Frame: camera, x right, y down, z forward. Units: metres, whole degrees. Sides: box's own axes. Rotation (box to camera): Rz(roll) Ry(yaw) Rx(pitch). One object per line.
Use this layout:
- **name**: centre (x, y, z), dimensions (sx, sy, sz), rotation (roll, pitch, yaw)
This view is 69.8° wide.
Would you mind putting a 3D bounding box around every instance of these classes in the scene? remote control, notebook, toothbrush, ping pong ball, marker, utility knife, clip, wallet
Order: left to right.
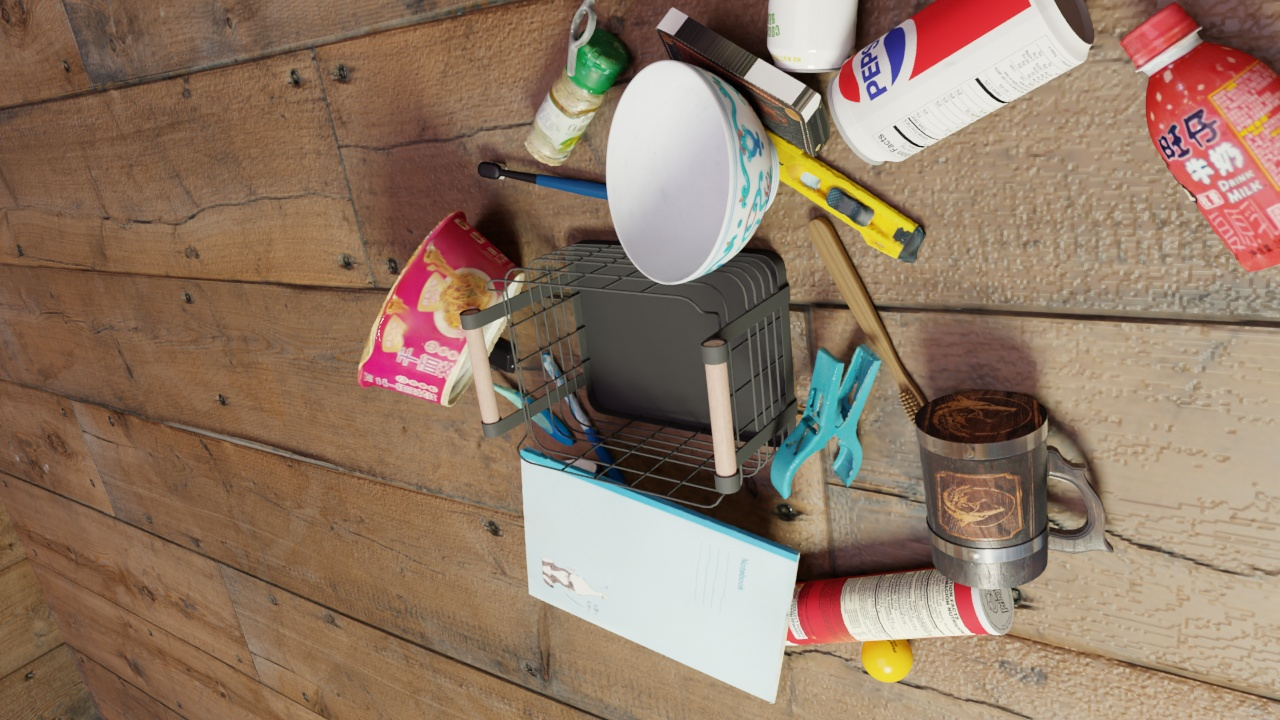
- **remote control**: centre (-0.180, -0.024, 0.919), dimensions (0.136, 0.015, 0.032), rotation (26, 125, 27)
- **toothbrush**: centre (-0.117, 0.041, 0.899), dimensions (0.135, 0.017, 0.022), rotation (35, 128, 10)
- **toothbrush**: centre (-0.070, -0.149, 0.769), dimensions (0.168, 0.014, 0.014), rotation (16, 109, 29)
- **marker**: centre (-0.055, 0.055, 0.861), dimensions (0.013, 0.013, 0.142), rotation (-30, 92, 43)
- **notebook**: centre (0.006, 0.184, 0.787), dimensions (0.254, 0.009, 0.181), rotation (17, 126, 23)
- **wallet**: centre (0.069, -0.184, 0.610), dimensions (0.123, 0.072, 0.019), rotation (38, 90, 19)
- **utility knife**: centre (0.124, -0.120, 0.633), dimensions (0.165, 0.017, 0.031), rotation (39, 121, 21)
- **clip**: centre (0.153, 0.050, 0.676), dimensions (0.130, 0.121, 0.031), rotation (-60, 34, 20)
- **toothbrush**: centre (0.161, -0.026, 0.647), dimensions (0.016, 0.016, 0.167), rotation (-27, 93, 45)
- **ping pong ball**: centre (0.196, 0.235, 0.731), dimensions (0.040, 0.040, 0.040), rotation (18, 121, 31)

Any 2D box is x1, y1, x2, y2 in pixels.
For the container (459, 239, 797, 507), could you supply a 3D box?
- **container**: centre (-0.004, 0.004, 0.715), dimensions (0.242, 0.130, 0.163), rotation (8, 116, 36)

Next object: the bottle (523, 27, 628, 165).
- **bottle**: centre (-0.052, -0.201, 0.711), dimensions (0.043, 0.043, 0.111), rotation (49, 133, 8)

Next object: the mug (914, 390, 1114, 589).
- **mug**: centre (0.244, 0.084, 0.600), dimensions (0.116, 0.079, 0.107), rotation (-3, 111, 22)

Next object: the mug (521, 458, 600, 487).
- **mug**: centre (-0.053, 0.144, 0.859), dimensions (0.112, 0.074, 0.076), rotation (2, 113, 43)

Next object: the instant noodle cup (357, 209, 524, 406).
- **instant noodle cup**: centre (-0.167, -0.036, 0.809), dimensions (0.077, 0.178, 0.179), rotation (29, 130, -2)

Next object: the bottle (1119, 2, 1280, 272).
- **bottle**: centre (0.296, -0.117, 0.464), dimensions (0.062, 0.061, 0.137), rotation (-37, 85, 43)

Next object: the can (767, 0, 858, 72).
- **can**: centre (0.106, -0.232, 0.561), dimensions (0.055, 0.054, 0.102), rotation (16, 121, 32)

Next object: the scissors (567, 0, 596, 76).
- **scissors**: centre (-0.024, -0.283, 0.639), dimensions (0.142, 0.014, 0.161), rotation (-1, 84, 51)

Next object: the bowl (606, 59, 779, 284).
- **bowl**: centre (0.045, -0.126, 0.621), dimensions (0.144, 0.074, 0.144), rotation (20, 115, 54)

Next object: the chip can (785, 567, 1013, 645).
- **chip can**: centre (0.177, 0.194, 0.719), dimensions (0.215, 0.051, 0.052), rotation (-20, 98, 43)

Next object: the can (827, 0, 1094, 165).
- **can**: centre (0.179, -0.170, 0.524), dimensions (0.132, 0.070, 0.070), rotation (-26, 94, 43)
